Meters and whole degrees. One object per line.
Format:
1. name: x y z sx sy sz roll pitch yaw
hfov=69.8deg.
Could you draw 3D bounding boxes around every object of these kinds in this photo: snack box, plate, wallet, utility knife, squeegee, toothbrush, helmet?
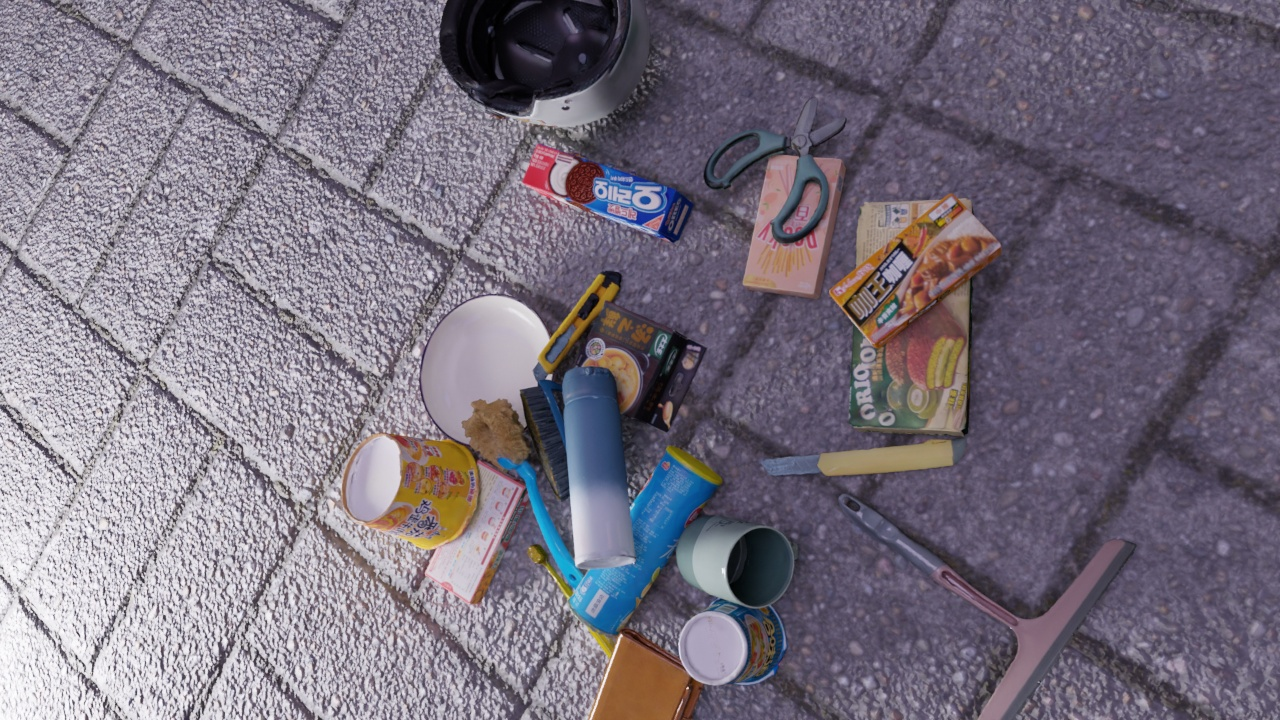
1. snack box: 0.271 -0.088 0.909 0.154 0.026 0.075 -39 67 10
2. plate: -0.184 0.014 1.140 0.193 0.039 0.192 -4 79 22
3. wallet: 0.003 0.370 0.988 0.108 0.031 0.132 24 104 22
4. snack box: 0.282 -0.044 0.946 0.115 0.063 0.240 0 80 23
5. snack box: -0.041 -0.205 1.113 0.208 0.057 0.058 23 92 24
6. snack box: 0.173 -0.152 1.031 0.084 0.026 0.157 10 83 24
7. utility knife: 0.231 0.104 0.962 0.213 0.022 0.031 -6 77 14
8. snack box: -0.196 0.208 1.114 0.077 0.027 0.156 25 90 25
9. squeegee: 0.300 0.209 0.904 0.250 0.040 0.247 35 79 29
10. utility knife: -0.076 -0.042 1.092 0.033 0.015 0.170 34 76 6
11. toothbrush: -0.071 0.285 1.054 0.016 0.016 0.190 -46 67 9
12. snack box: -0.006 0.006 1.066 0.126 0.053 0.113 24 90 30
13. helmet: -0.098 -0.385 1.118 0.274 0.156 0.230 21 90 35

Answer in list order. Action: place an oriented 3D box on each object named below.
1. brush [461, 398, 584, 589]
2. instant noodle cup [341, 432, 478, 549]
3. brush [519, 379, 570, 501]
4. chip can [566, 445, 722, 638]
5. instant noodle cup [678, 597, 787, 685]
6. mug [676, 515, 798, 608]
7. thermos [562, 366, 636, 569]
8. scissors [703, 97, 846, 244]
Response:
1. brush: -0.127 0.154 1.059 0.083 0.045 0.254 -31 86 40
2. instant noodle cup: -0.280 0.150 1.098 0.138 0.109 0.137 -14 66 32
3. brush: -0.088 0.089 1.063 0.073 0.055 0.144 -20 97 -12
4. chip can: 0.004 0.199 1.010 0.071 0.071 0.210 35 95 24
5. instant noodle cup: 0.090 0.288 0.936 0.099 0.110 0.099 -5 77 21
6. mug: 0.105 0.203 0.953 0.106 0.111 0.082 -5 92 62
7. thermos: -0.047 0.111 0.989 0.070 0.070 0.220 -15 66 19
8. scissors: 0.144 -0.218 1.031 0.181 0.019 0.170 13 86 26
